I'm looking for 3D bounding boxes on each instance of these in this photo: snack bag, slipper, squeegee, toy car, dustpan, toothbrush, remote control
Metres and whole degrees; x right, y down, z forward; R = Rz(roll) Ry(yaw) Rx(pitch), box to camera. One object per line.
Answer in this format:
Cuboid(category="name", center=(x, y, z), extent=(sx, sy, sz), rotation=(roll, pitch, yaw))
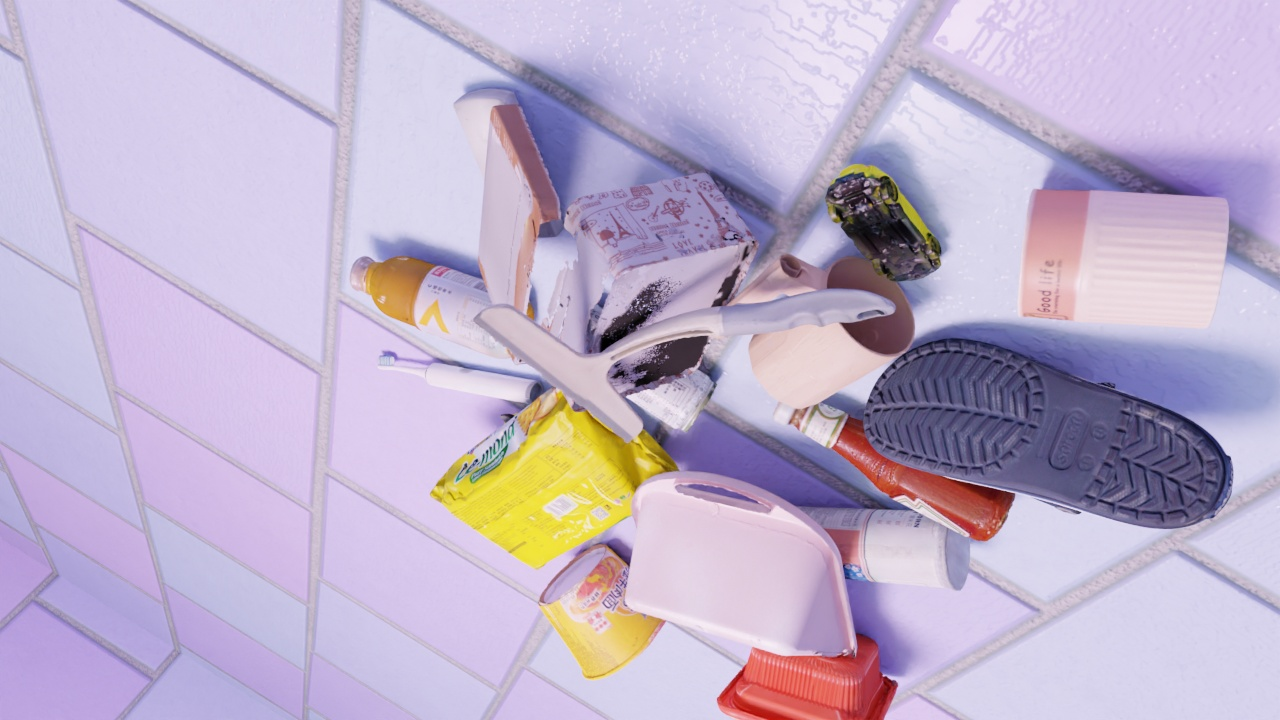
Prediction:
Cuboid(category="snack bag", center=(-0.090, 0.129, 0.957), extent=(0.158, 0.068, 0.247), rotation=(40, 126, -21))
Cuboid(category="slipper", center=(0.294, 0.052, 0.678), extent=(0.253, 0.105, 0.095), rotation=(15, 180, 40))
Cuboid(category="squeegee", center=(0.052, -0.021, 0.645), extent=(0.247, 0.039, 0.246), rotation=(-14, 152, 19))
Cuboid(category="toy car", center=(0.174, -0.097, 0.650), extent=(0.048, 0.032, 0.105), rotation=(-18, 130, 42))
Cuboid(category="dustpan", center=(0.102, 0.198, 0.896), extent=(0.223, 0.138, 0.273), rotation=(10, 170, 21))
Cuboid(category="toothbrush", center=(-0.207, 0.019, 1.016), extent=(0.221, 0.026, 0.026), rotation=(9, 96, 27))
Cuboid(category="remote control", center=(-0.110, -0.164, 0.776), extent=(0.056, 0.019, 0.135), rotation=(5, 133, 30))

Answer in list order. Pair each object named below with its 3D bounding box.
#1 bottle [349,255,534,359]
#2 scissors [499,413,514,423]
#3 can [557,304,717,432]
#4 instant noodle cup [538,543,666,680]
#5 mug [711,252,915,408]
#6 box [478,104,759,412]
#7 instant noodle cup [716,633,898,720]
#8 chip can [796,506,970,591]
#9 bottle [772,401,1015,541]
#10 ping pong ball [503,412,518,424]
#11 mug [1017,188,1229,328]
Cuboid(category="bottle", center=(-0.198, -0.058, 0.901), extent=(0.190, 0.067, 0.068), rotation=(19, 138, 16))
Cuboid(category="scissors", center=(-0.068, 0.109, 0.992), extent=(0.170, 0.019, 0.179), rotation=(-12, 127, 20))
Cuboid(category="can", center=(-0.005, 0.005, 0.846), extent=(0.147, 0.058, 0.058), rotation=(33, 140, 1))
Cuboid(category="instant noodle cup", center=(-0.049, 0.298, 1.116), extent=(0.110, 0.137, 0.138), rotation=(52, 137, -7))
Cuboid(category="mug", center=(0.127, -0.025, 0.701), extent=(0.124, 0.084, 0.104), rotation=(22, 145, -20))
Cuboid(category="box", center=(-0.040, -0.089, 0.742), extent=(0.193, 0.156, 0.184), rotation=(59, 148, 27))
Cuboid(category="instant noodle cup", center=(0.188, 0.341, 0.996), extent=(0.165, 0.188, 0.079), rotation=(9, 99, 24))
Cuboid(category="chip can", center=(0.195, 0.174, 0.873), extent=(0.215, 0.071, 0.071), rotation=(-4, 127, 36))
Cuboid(category="bottle", center=(0.212, 0.082, 0.783), extent=(0.206, 0.059, 0.060), rotation=(28, 140, 12))
Cuboid(category="ping pong ball", center=(-0.132, 0.077, 1.014), extent=(0.040, 0.040, 0.040), rotation=(18, 137, 17))
Cuboid(category="mug", center=(0.300, -0.057, 0.579), extent=(0.106, 0.081, 0.114), rotation=(7, 160, 26))
